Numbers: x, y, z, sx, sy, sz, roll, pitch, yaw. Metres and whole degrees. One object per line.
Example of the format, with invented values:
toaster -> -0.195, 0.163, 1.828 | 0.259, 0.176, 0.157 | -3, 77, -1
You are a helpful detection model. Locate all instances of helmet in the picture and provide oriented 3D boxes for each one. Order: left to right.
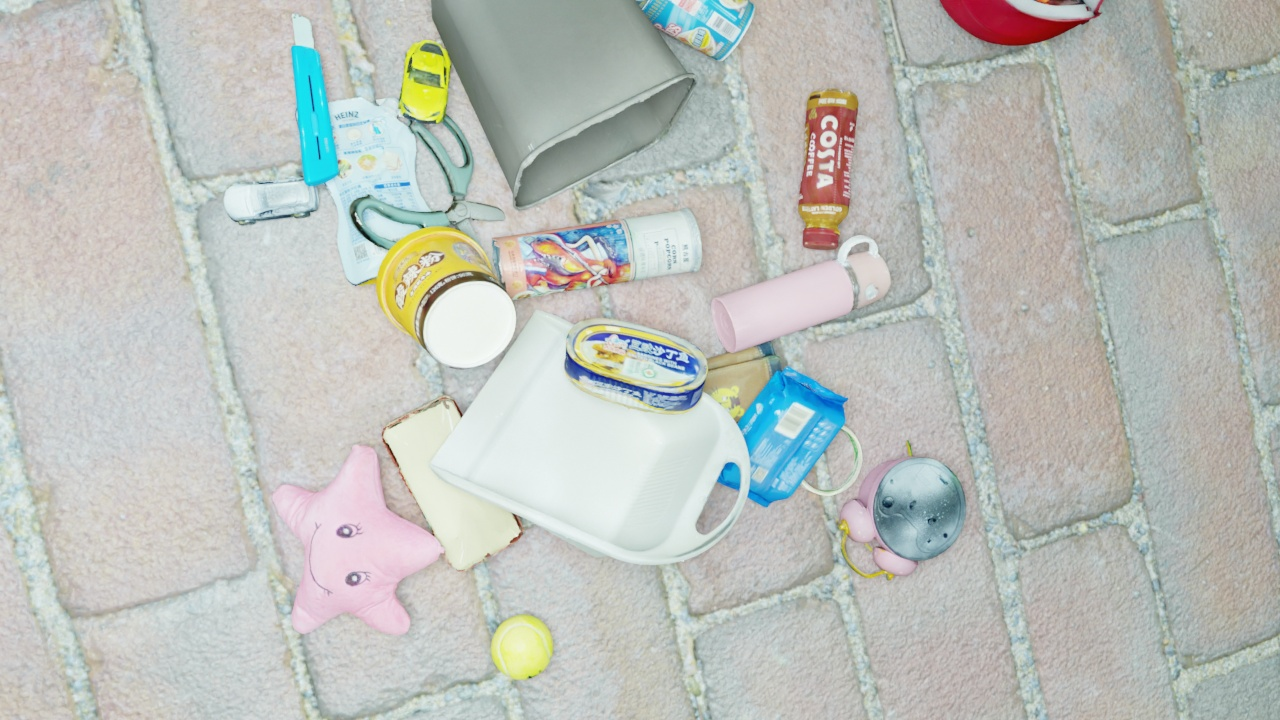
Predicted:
helmet -> 0.429, -0.467, 1.050 | 0.207, 0.144, 0.239 | 34, 69, -11

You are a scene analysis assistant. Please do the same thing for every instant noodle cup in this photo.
instant noodle cup -> -0.186, -0.057, 0.901 | 0.118, 0.114, 0.119 | -16, 125, -24
instant noodle cup -> 0.062, -0.384, 0.994 | 0.110, 0.099, 0.099 | 29, 84, -18

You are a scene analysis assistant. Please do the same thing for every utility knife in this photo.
utility knife -> -0.329, -0.262, 0.914 | 0.034, 0.018, 0.178 | -8, 83, -14

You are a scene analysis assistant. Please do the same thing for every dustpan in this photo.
dustpan -> -0.028, 0.084, 0.917 | 0.257, 0.143, 0.222 | 40, 58, -15

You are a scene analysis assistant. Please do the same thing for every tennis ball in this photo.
tennis ball -> -0.124, 0.300, 0.960 | 0.065, 0.065, 0.065 | 0, 90, -13

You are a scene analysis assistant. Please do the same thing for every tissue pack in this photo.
tissue pack -> 0.151, 0.086, 1.010 | 0.095, 0.052, 0.157 | 27, 106, -24

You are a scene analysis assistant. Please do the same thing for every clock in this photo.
clock -> 0.296, 0.181, 1.057 | 0.117, 0.060, 0.158 | 45, 80, -10

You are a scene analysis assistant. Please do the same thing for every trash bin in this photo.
trash bin -> -0.088, -0.302, 0.914 | 0.198, 0.199, 0.219 | -29, 89, -13

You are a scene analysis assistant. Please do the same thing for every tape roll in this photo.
tape roll -> 0.215, 0.113, 1.062 | 0.085, 0.014, 0.086 | 0, 89, -12

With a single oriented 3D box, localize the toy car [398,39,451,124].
toy car -> -0.219, -0.287, 0.940 | 0.048, 0.032, 0.105 | 8, 59, -16

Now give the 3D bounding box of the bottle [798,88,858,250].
bottle -> 0.211, -0.214, 1.040 | 0.057, 0.057, 0.175 | 5, 88, -12

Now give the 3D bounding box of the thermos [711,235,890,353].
thermos -> 0.180, -0.077, 1.023 | 0.198, 0.067, 0.087 | -19, 127, -10

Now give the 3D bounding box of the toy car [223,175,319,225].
toy car -> -0.372, -0.162, 0.925 | 0.090, 0.034, 0.043 | -9, 95, -11

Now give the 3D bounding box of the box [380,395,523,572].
box -> -0.194, 0.126, 0.940 | 0.091, 0.077, 0.168 | -28, 95, -12

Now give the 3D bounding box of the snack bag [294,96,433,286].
snack bag -> -0.274, -0.178, 0.944 | 0.110, 0.039, 0.191 | -17, 91, -10

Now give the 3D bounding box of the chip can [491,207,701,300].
chip can -> -0.047, -0.113, 0.976 | 0.214, 0.071, 0.071 | -10, 92, -11

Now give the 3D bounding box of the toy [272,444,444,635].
toy -> -0.279, 0.181, 0.915 | 0.179, 0.074, 0.194 | -5, 93, 10

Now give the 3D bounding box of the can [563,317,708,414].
can -> -0.006, 0.005, 0.933 | 0.148, 0.049, 0.074 | 16, 57, 5

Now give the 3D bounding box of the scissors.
scissors -> -0.219, -0.186, 0.943 | 0.170, 0.019, 0.179 | -3, 82, -35

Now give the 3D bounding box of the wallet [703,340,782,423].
wallet -> 0.105, 0.033, 1.030 | 0.115, 0.033, 0.090 | -15, 95, -9
